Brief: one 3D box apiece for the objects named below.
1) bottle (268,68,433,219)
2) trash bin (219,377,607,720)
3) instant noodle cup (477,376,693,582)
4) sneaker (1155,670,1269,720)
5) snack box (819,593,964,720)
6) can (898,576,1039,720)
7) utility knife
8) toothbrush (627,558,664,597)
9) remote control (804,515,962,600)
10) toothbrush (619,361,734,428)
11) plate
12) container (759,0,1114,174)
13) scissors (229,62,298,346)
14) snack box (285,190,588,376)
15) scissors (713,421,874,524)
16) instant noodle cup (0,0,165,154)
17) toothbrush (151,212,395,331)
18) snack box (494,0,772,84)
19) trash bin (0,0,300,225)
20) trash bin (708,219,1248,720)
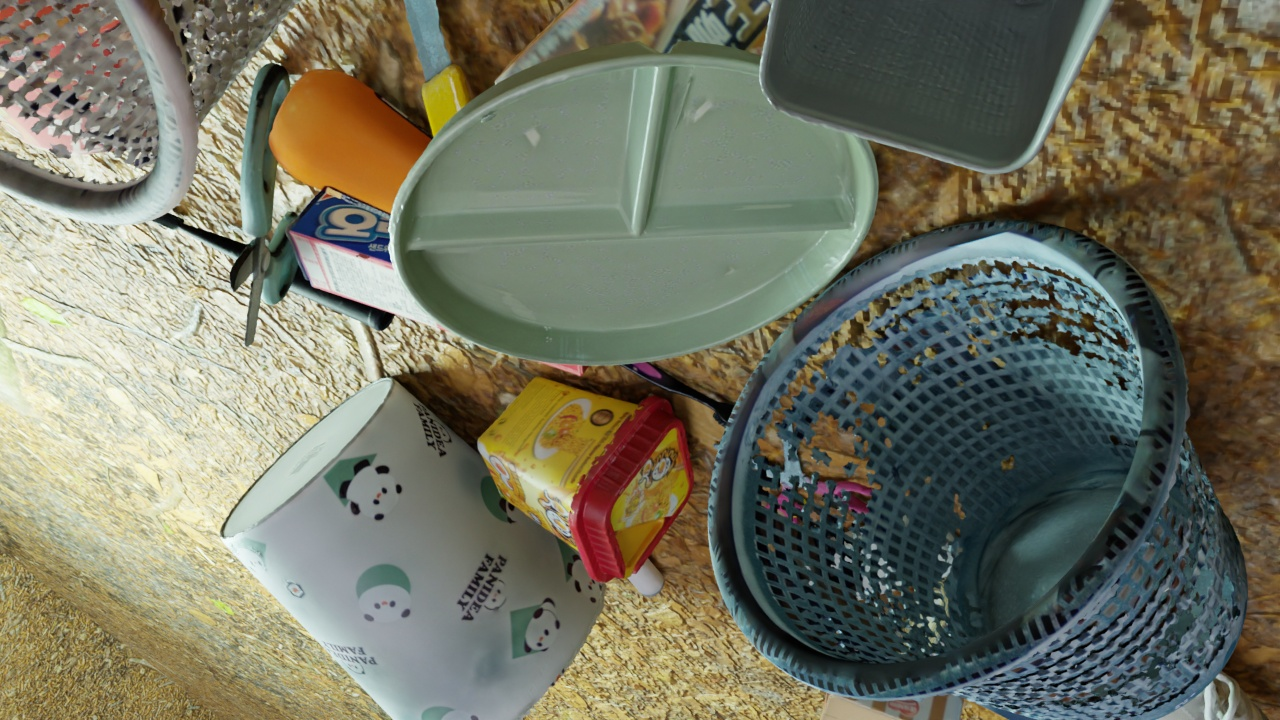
[{"bbox_3d":[-0.136,-0.108,0.537,0.149,0.066,0.067,30,145,-15],"label":"bottle"},{"bbox_3d":[-0.194,0.165,0.784,0.230,0.228,0.252,-19,117,46],"label":"trash bin"},{"bbox_3d":[-0.041,0.077,0.664,0.124,0.115,0.116,22,146,29],"label":"instant noodle cup"},{"bbox_3d":[0.329,0.193,0.581,0.242,0.089,0.091,34,140,2],"label":"sneaker"},{"bbox_3d":[0.200,0.249,0.719,0.093,0.094,0.077,17,143,15],"label":"snack box"},{"bbox_3d":[0.249,0.207,0.652,0.111,0.075,0.075,27,144,2],"label":"can"},{"bbox_3d":[-0.094,-0.118,0.489,0.033,0.015,0.231,1,120,22],"label":"utility knife"},{"bbox_3d":[-0.042,0.133,0.796,0.221,0.026,0.026,55,170,-32],"label":"toothbrush"},{"bbox_3d":[0.169,0.148,0.678,0.058,0.021,0.150,36,144,-11],"label":"remote control"},{"bbox_3d":[-0.004,0.004,0.623,0.189,0.014,0.018,29,157,0],"label":"toothbrush"},{"bbox_3d":[-0.003,-0.064,0.442,0.230,0.027,0.231,-6,151,-3],"label":"plate"},{"bbox_3d":[0.102,-0.137,0.293,0.090,0.114,0.090,20,144,11],"label":"container"},{"bbox_3d":[-0.235,-0.099,0.586,0.019,0.175,0.170,6,-171,-12],"label":"scissors"},{"bbox_3d":[-0.121,-0.056,0.590,0.207,0.057,0.058,18,145,13],"label":"snack box"},{"bbox_3d":[0.114,0.088,0.649,0.136,0.017,0.133,12,138,25],"label":"scissors"},{"bbox_3d":[-0.318,-0.187,0.502,0.138,0.137,0.109,27,152,1],"label":"instant noodle cup"},{"bbox_3d":[-0.286,-0.074,0.704,0.213,0.027,0.026,23,100,9],"label":"toothbrush"},{"bbox_3d":[0.013,-0.141,0.397,0.154,0.026,0.075,-31,114,35],"label":"snack box"},{"bbox_3d":[-0.214,-0.199,0.357,0.227,0.191,0.228,18,143,14],"label":"trash bin"},{"bbox_3d":[0.179,0.078,0.449,0.195,0.226,0.227,35,146,-31],"label":"trash bin"}]
